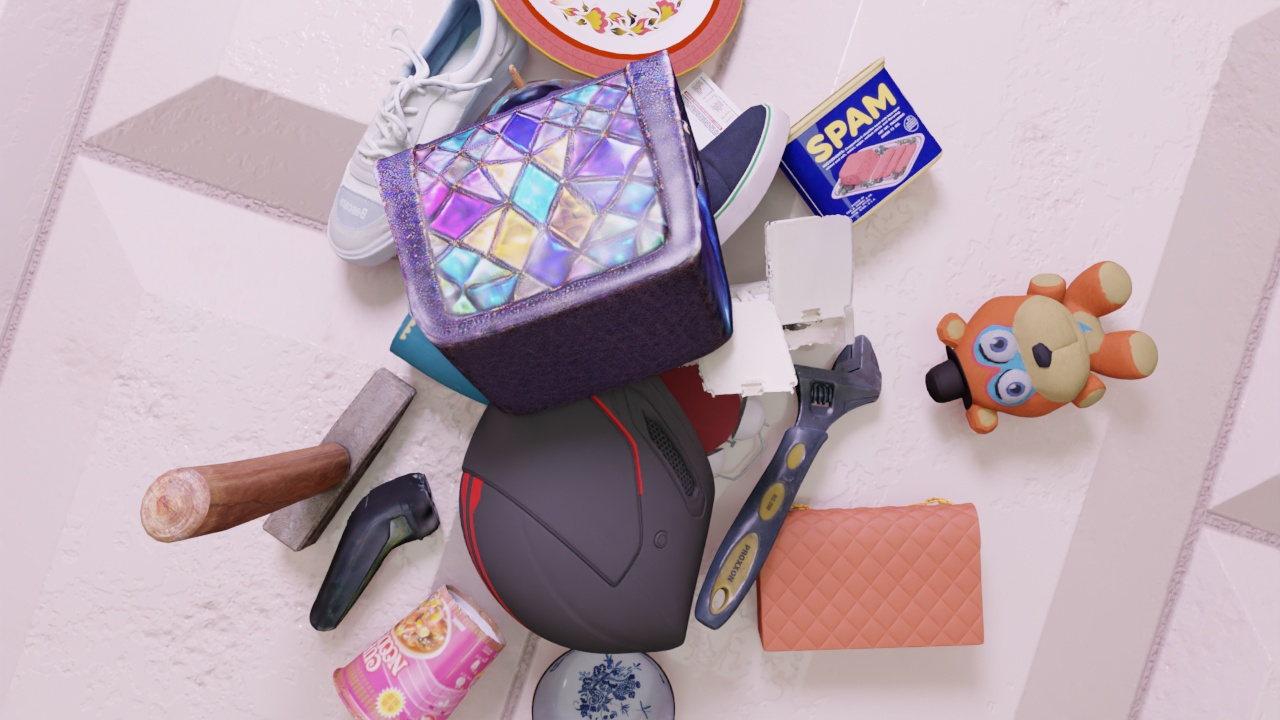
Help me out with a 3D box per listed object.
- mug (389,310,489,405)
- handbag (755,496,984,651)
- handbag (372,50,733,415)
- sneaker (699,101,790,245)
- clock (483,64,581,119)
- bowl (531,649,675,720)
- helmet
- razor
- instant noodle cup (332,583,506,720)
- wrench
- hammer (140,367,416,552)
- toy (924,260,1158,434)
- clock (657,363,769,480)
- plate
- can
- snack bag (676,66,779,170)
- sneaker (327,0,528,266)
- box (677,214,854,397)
[{"bbox_3d":[-0.127,-0.024,0.741,0.104,0.085,0.112,35,60,-6],"label":"mug"},{"bbox_3d":[0.180,0.169,0.741,0.172,0.060,0.109,-3,94,3],"label":"handbag"},{"bbox_3d":[-0.054,-0.096,0.607,0.205,0.125,0.221,-19,61,7],"label":"handbag"},{"bbox_3d":[0.021,-0.119,0.705,0.079,0.084,0.235,41,87,-25],"label":"sneaker"},{"bbox_3d":[-0.070,-0.143,0.725,0.121,0.073,0.158,5,105,-20],"label":"clock"},{"bbox_3d":[-0.030,0.278,0.747,0.114,0.045,0.114,0,89,0],"label":"bowl"},{"bbox_3d":[-0.044,0.116,0.682,0.169,0.164,0.265,-40,115,-23],"label":"helmet"},{"bbox_3d":[-0.218,0.160,0.751,0.067,0.054,0.151,30,95,-17],"label":"razor"},{"bbox_3d":[-0.169,0.240,0.728,0.097,0.098,0.108,44,82,1],"label":"instant noodle cup"},{"bbox_3d":[0.117,0.088,0.726,0.073,0.022,0.272,30,70,4],"label":"wrench"},{"bbox_3d":[-0.242,0.076,0.622,0.037,0.301,0.158,35,89,0],"label":"hammer"},{"bbox_3d":[0.315,-0.007,0.736,0.176,0.096,0.112,-22,90,11],"label":"toy"},{"bbox_3d":[0.046,0.043,0.752,0.124,0.044,0.087,44,89,1],"label":"clock"},{"bbox_3d":[-0.024,-0.330,0.745,0.229,0.021,0.229,3,80,-18],"label":"plate"},{"bbox_3d":[0.173,-0.171,0.745,0.116,0.056,0.092,-39,98,-1],"label":"can"},{"bbox_3d":[0.051,-0.208,0.770,0.057,0.013,0.158,-45,91,-4],"label":"snack bag"},{"bbox_3d":[-0.183,-0.191,0.722,0.089,0.090,0.242,31,86,23],"label":"sneaker"},{"bbox_3d":[0.091,-0.050,0.666,0.143,0.192,0.106,-9,112,-5],"label":"box"}]
